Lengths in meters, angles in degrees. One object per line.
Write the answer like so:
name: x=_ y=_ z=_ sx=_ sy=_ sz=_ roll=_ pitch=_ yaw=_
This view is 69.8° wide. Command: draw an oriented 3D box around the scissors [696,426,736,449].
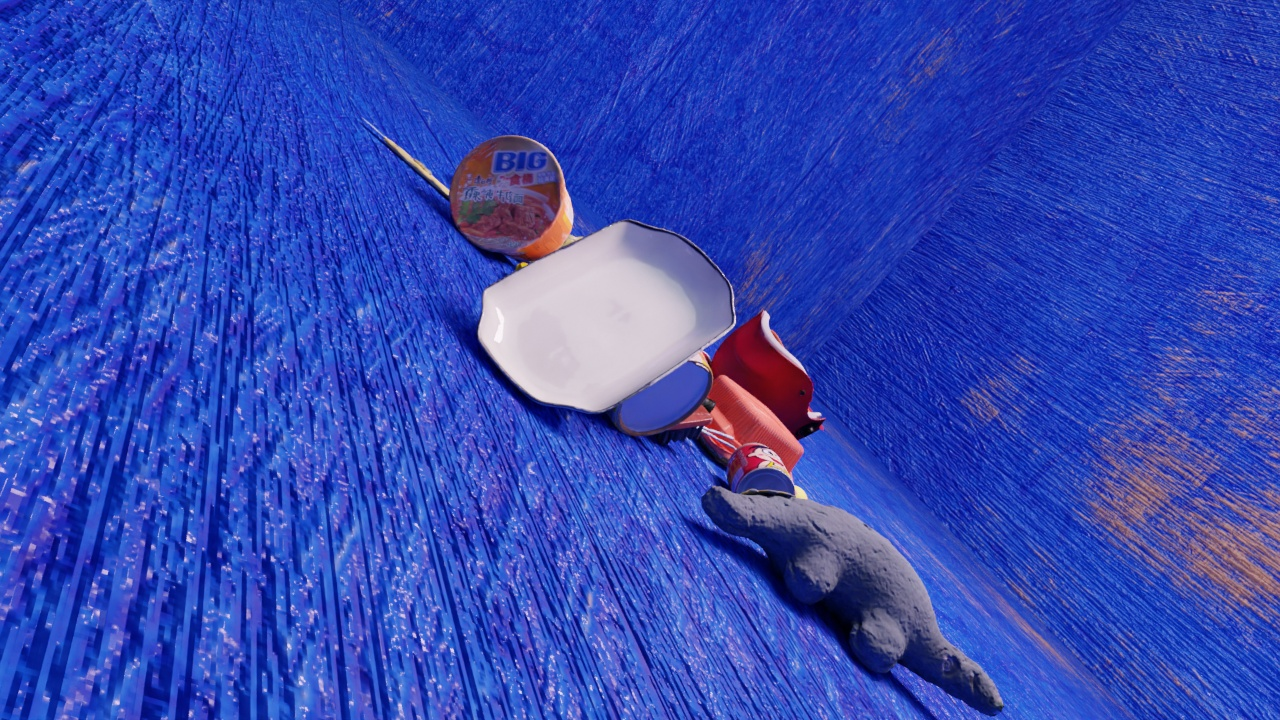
scissors: x=0.055 y=0.074 z=1.077 sx=0.133 sy=0.017 sz=0.130 roll=28 pitch=7 yaw=30

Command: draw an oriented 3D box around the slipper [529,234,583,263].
slipper: x=-0.113 y=-0.152 z=1.312 sx=0.081 sy=0.092 sz=0.190 roll=38 pitch=11 yaw=-1

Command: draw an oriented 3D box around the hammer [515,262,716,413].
hammer: x=-0.036 y=-0.024 z=1.133 sx=0.301 sy=0.033 sz=0.128 roll=36 pitch=10 yaw=0

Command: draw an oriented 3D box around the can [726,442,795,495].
can: x=0.133 y=0.135 z=1.027 sx=0.066 sy=0.066 sz=0.093 roll=40 pitch=9 yaw=-10

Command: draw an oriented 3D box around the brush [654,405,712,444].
brush: x=0.019 y=0.025 z=1.023 sx=0.063 sy=0.069 sz=0.146 roll=-5 pitch=37 yaw=-34

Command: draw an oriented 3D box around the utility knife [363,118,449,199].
utility knife: x=-0.316 y=-0.273 z=1.279 sx=0.190 sy=0.020 sz=0.031 roll=37 pitch=3 yaw=-1

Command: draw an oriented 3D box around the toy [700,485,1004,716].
toy: x=0.203 y=0.213 z=0.883 sx=0.356 sy=0.092 sz=0.137 roll=38 pitch=21 yaw=-6

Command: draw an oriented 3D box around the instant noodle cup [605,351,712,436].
instant noodle cup: x=0.001 y=0.001 z=0.924 sx=0.138 sy=0.138 sz=0.109 roll=30 pitch=22 yaw=-51

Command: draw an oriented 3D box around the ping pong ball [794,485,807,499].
ping pong ball: x=0.190 y=0.177 z=1.155 sx=0.040 sy=0.040 sz=0.040 roll=40 pitch=9 yaw=-8

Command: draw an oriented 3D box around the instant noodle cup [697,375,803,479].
instant noodle cup: x=0.138 y=0.096 z=1.213 sx=0.188 sy=0.079 sz=0.164 roll=36 pitch=10 yaw=-36

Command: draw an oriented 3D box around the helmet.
helmet: x=0.196 y=0.051 z=1.492 sx=0.206 sy=0.144 sz=0.240 roll=62 pitch=3 yaw=40

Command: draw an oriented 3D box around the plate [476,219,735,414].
plate: x=-0.028 y=-0.038 z=0.840 sx=0.162 sy=0.034 sz=0.264 roll=44 pitch=51 yaw=15

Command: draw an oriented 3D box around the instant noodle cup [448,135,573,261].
instant noodle cup: x=-0.158 y=-0.200 z=1.190 sx=0.151 sy=0.151 sz=0.111 roll=43 pitch=1 yaw=13

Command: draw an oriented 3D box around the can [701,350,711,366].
can: x=0.080 y=0.006 z=1.480 sx=0.053 sy=0.053 sz=0.132 roll=43 pitch=9 yaw=13
